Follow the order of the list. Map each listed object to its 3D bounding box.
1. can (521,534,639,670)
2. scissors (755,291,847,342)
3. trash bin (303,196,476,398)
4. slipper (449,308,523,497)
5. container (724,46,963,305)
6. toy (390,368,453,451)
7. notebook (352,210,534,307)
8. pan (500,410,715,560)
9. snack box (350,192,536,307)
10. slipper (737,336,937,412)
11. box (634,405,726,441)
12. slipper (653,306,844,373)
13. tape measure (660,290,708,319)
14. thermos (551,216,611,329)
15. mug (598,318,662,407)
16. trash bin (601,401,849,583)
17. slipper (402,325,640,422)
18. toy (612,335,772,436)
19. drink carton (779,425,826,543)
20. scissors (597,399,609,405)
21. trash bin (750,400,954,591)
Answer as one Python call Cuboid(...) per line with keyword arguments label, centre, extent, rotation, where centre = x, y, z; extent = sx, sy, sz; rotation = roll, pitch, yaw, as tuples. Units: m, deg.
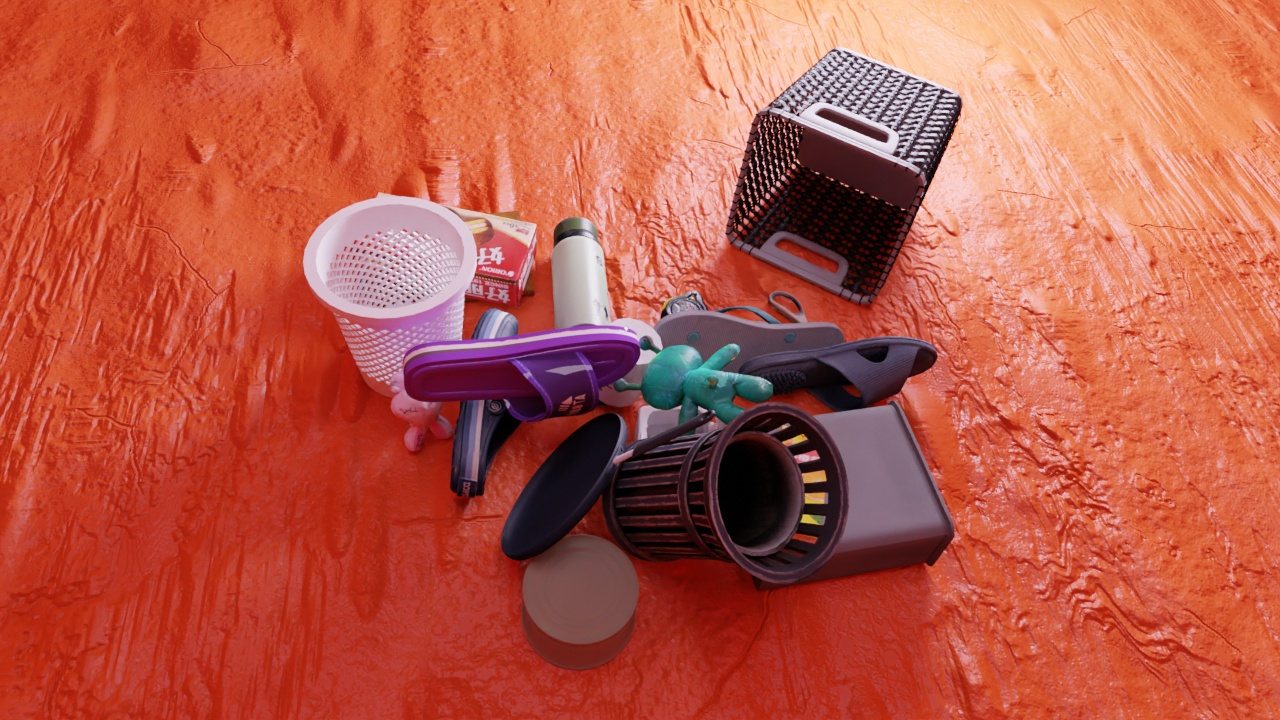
Cuboid(label="can", centre=(-0.066, 0.261, 0.998), extent=(0.128, 0.073, 0.127), rotation=(3, 52, -4))
Cuboid(label="scissors", centre=(0.227, -0.040, 1.300), extent=(0.162, 0.013, 0.158), rotation=(-13, 56, -15))
Cuboid(label="trash bin", centre=(-0.298, -0.063, 1.143), extent=(0.195, 0.200, 0.195), rotation=(3, 52, -4))
Cuboid(label="slipper", centre=(-0.178, 0.056, 1.130), extent=(0.095, 0.105, 0.252), rotation=(8, 55, -4))
Cuboid(label="container", centre=(0.304, -0.282, 1.350), extent=(0.247, 0.246, 0.242), rotation=(27, 51, 14))
Cuboid(label="toy", centre=(-0.267, 0.060, 1.114), extent=(0.063, 0.110, 0.047), rotation=(-33, 40, -28))
Cuboid(label="notebook", centre=(-0.290, -0.151, 1.329), extent=(0.249, 0.014, 0.178), rotation=(-7, 54, -11))
Cuboid(label="pan", centre=(-0.037, 0.114, 0.973), extent=(0.021, 0.358, 0.198), rotation=(41, 49, -16))
Cuboid(label="snack box", centre=(-0.272, -0.156, 1.285), extent=(0.236, 0.060, 0.113), rotation=(11, 54, 3))
Cuboid(label="slipper", centre=(0.261, 0.033, 1.201), extent=(0.263, 0.101, 0.082), rotation=(-5, 61, -3))
Cuboid(label="box", centre=(0.061, 0.088, 1.107), extent=(0.128, 0.137, 0.108), rotation=(1, 55, -4))
Cuboid(label="slipper", centre=(0.142, -0.024, 1.242), extent=(0.268, 0.098, 0.054), rotation=(4, 27, -12))
Cuboid(label="tape measure", centre=(0.062, -0.059, 1.279), extent=(0.072, 0.042, 0.071), rotation=(-11, 55, -20))
Cuboid(label="thermos", centre=(-0.087, -0.104, 1.272), extent=(0.082, 0.082, 0.231), rotation=(-2, 48, -7))
Cuboid(label="mug", centre=(-0.007, 0.007, 1.173), extent=(0.105, 0.090, 0.073), rotation=(13, 48, -10))
Cuboid(label="trash bin", centre=(0.072, 0.139, 0.941), extent=(0.164, 0.228, 0.164), rotation=(6, 78, -30))
Cuboid(label="slipper", centre=(-0.128, 0.031, 1.030), extent=(0.266, 0.107, 0.084), rotation=(-4, 55, -13))
Cuboid(label="toy", centre=(0.061, 0.026, 1.060), extent=(0.194, 0.072, 0.130), rotation=(18, 73, 38))
Cuboid(label="drink carton", centre=(0.174, 0.142, 1.019), extent=(0.058, 0.043, 0.134), rotation=(11, 54, 3))
Cuboid(label="scissors", centre=(-0.086, 0.036, 1.203), extent=(0.124, 0.019, 0.156), rotation=(36, 56, 19))
Cuboid(label="trash bin", centre=(0.226, 0.160, 1.094), extent=(0.219, 0.098, 0.191), rotation=(-7, 54, -10))
